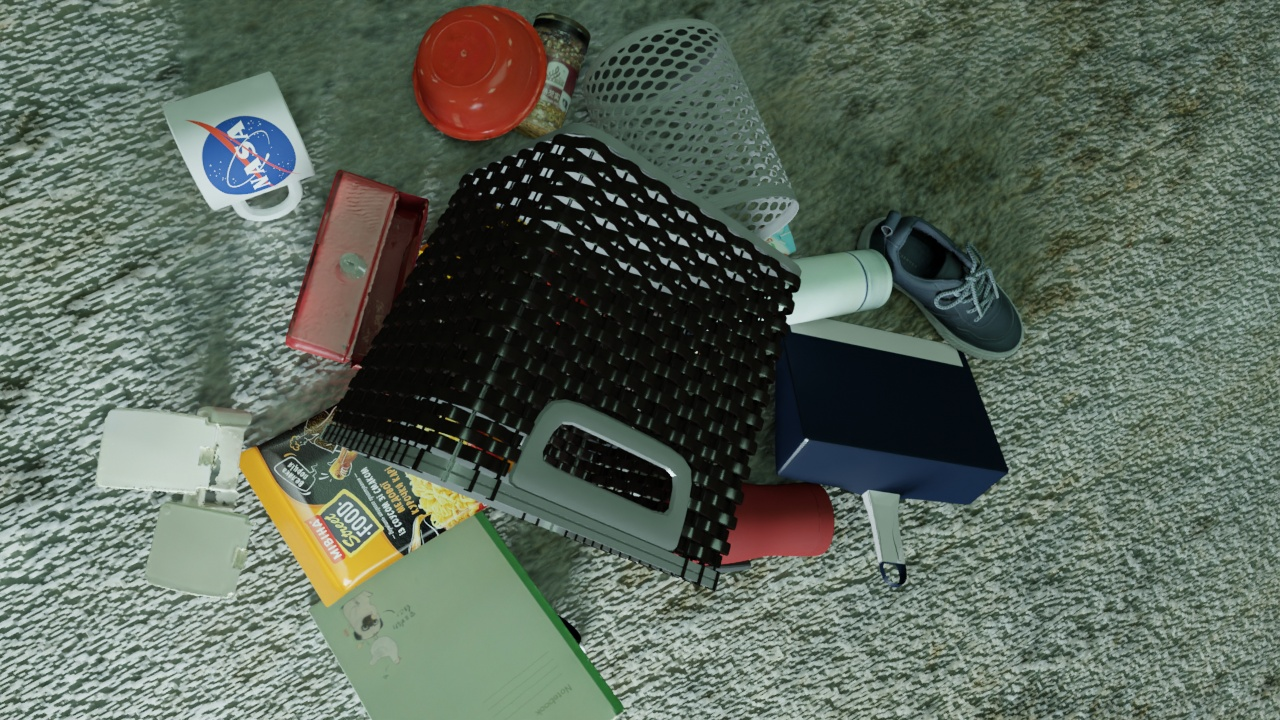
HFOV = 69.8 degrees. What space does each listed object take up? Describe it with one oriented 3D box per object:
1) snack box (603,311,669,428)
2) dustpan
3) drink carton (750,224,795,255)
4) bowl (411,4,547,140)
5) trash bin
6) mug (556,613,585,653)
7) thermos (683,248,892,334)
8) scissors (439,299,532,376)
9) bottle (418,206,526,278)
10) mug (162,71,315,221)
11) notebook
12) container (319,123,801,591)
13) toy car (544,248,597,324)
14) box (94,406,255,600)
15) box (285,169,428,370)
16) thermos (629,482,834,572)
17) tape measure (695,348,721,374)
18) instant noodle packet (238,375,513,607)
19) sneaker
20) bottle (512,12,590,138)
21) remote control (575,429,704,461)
[{"bbox_3d":[-0.005,0.005,0.898,0.072,0.072,0.121,2,90,-17],"label":"snack box"},{"bbox_3d":[0.252,0.093,0.953,0.236,0.080,0.272,10,48,-17],"label":"dustpan"},{"bbox_3d":[0.096,-0.107,0.939,0.128,0.044,0.038,-22,98,-14],"label":"drink carton"},{"bbox_3d":[-0.153,-0.269,0.830,0.130,0.045,0.130,-1,84,10],"label":"bowl"},{"bbox_3d":[0.040,-0.195,0.846,0.156,0.157,0.183,-16,79,-16],"label":"trash bin"},{"bbox_3d":[-0.105,0.294,0.879,0.118,0.085,0.100,31,87,-45],"label":"mug"},{"bbox_3d":[0.147,-0.068,0.923,0.229,0.068,0.068,-10,94,-27],"label":"thermos"},{"bbox_3d":[-0.171,-0.039,0.864,0.170,0.013,0.157,-21,88,-25],"label":"scissors"},{"bbox_3d":[-0.140,-0.128,0.861,0.143,0.043,0.043,-42,103,-21],"label":"bottle"},{"bbox_3d":[-0.337,-0.175,0.790,0.090,0.091,0.121,-24,133,-15],"label":"mug"},{"bbox_3d":[-0.159,0.264,0.815,0.181,0.010,0.252,-35,64,-13],"label":"notebook"},{"bbox_3d":[-0.054,0.000,0.700,0.247,0.246,0.243,28,76,-29],"label":"container"},{"bbox_3d":[-0.070,-0.079,0.887,0.051,0.049,0.100,-13,95,-16],"label":"toy car"},{"bbox_3d":[-0.369,0.104,0.719,0.105,0.188,0.143,9,83,-32],"label":"box"},{"bbox_3d":[-0.242,-0.072,0.797,0.087,0.129,0.157,13,86,-13],"label":"box"},{"bbox_3d":[0.087,0.172,0.931,0.198,0.084,0.108,2,125,-19],"label":"thermos"},{"bbox_3d":[0.052,-0.006,0.929,0.058,0.038,0.059,-21,90,20],"label":"tape measure"},{"bbox_3d":[-0.232,0.101,0.851,0.220,0.032,0.160,-31,97,-14],"label":"instant noodle packet"},{"bbox_3d":[0.339,-0.083,0.990,0.235,0.087,0.089,33,82,-15],"label":"sneaker"},{"bbox_3d":[-0.089,-0.267,0.871,0.056,0.056,0.105,18,87,-17],"label":"bottle"},{"bbox_3d":[0.011,0.083,0.924,0.150,0.047,0.022,2,55,-17],"label":"remote control"}]
